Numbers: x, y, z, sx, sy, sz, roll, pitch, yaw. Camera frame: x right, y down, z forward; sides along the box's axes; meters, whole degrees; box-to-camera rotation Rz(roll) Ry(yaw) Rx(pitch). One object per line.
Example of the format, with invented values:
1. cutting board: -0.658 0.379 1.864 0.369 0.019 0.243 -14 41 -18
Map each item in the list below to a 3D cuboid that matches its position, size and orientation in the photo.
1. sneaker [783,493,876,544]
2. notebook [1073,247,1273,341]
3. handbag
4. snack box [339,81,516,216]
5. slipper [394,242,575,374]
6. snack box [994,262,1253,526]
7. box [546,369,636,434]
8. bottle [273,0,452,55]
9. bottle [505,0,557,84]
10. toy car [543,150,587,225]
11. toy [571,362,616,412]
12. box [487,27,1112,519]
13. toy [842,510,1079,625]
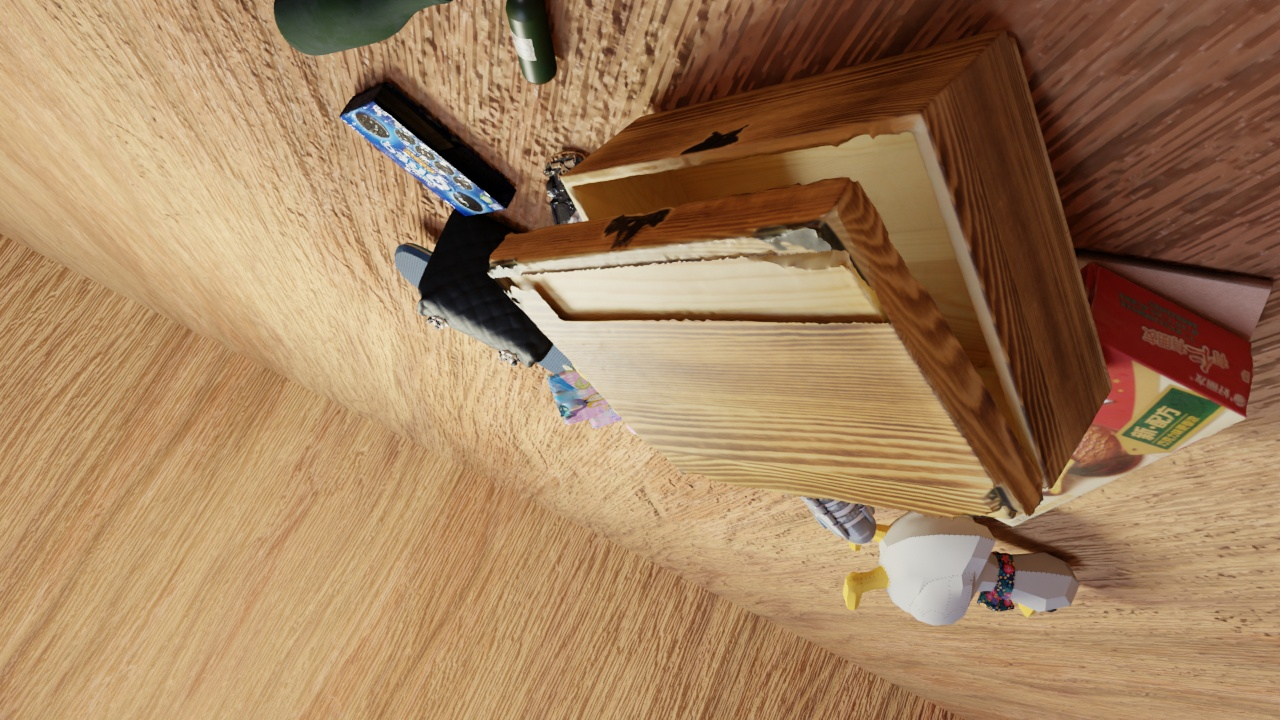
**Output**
1. sneaker: 0.177 0.120 0.879 0.160 0.093 0.256 53 -172 -1
2. notebook: 0.289 -0.035 0.621 0.209 0.008 0.141 16 159 29
3. handbag: -0.147 -0.065 0.946 0.153 0.125 0.115 28 162 -5
4. snack box: -0.191 -0.186 0.828 0.150 0.027 0.082 38 159 -32
5. slipper: -0.146 -0.063 1.063 0.295 0.060 0.118 30 158 -4
6. snack box: 0.285 0.036 0.642 0.113 0.060 0.237 27 150 -1
7. box: -0.019 0.043 1.071 0.159 0.035 0.231 -15 159 -3
8. bottle: -0.180 -0.242 0.618 0.174 0.055 0.055 9 155 40
9. bottle: -0.072 -0.217 0.584 0.025 0.025 0.106 23 162 11
10. toy car: -0.043 -0.119 0.760 0.047 0.047 0.112 0 107 37
11. toy: -0.005 0.005 0.835 0.134 0.087 0.194 42 174 20
12. box: 0.092 -0.023 0.556 0.280 0.175 0.247 2 131 49
13. toy: 0.376 0.241 1.079 0.268 0.140 0.247 2 154 16
